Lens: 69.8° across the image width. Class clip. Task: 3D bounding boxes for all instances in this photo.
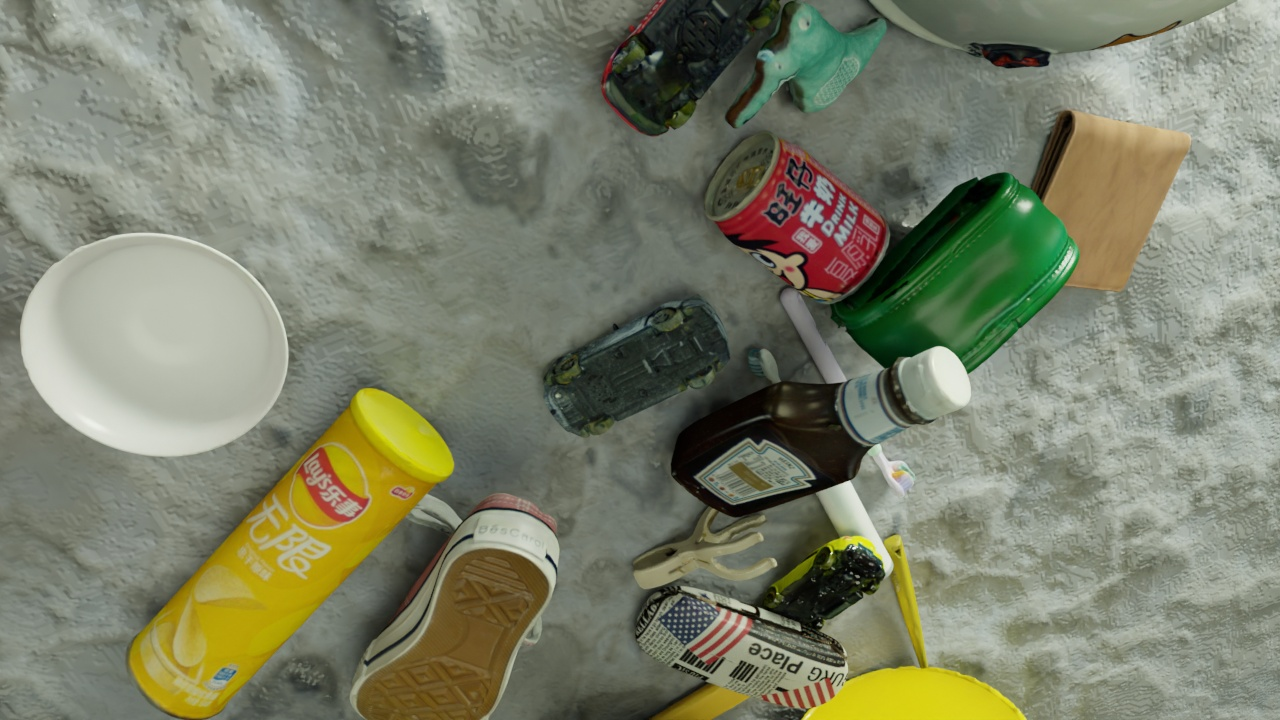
[{"bbox_3d":[0.049,0.133,0.627,0.102,0.095,0.035,-34,118,-12],"label":"clip"}]

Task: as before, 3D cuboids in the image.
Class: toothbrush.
[{"bbox_3d":[0.143,0.024,0.630,0.021,0.029,0.189,-16,123,34],"label":"toothbrush"},{"bbox_3d":[0.222,0.216,0.738,0.015,0.016,0.190,-24,117,-7],"label":"toothbrush"},{"bbox_3d":[0.127,0.076,0.644,0.026,0.026,0.221,-54,125,-35],"label":"toothbrush"}]

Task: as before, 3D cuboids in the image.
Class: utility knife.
[{"bbox_3d":[0.056,0.260,0.711,0.156,0.015,0.033,-30,110,0],"label":"utility knife"}]

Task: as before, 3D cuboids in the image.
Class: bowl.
[{"bbox_3d":[-0.243,-0.016,0.476,0.118,0.064,0.118,-6,114,-13],"label":"bowl"}]

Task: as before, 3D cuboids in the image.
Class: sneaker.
[{"bbox_3d":[-0.113,0.155,0.580,0.118,0.087,0.242,24,127,-12],"label":"sneaker"}]

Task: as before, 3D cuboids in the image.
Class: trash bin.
[{"bbox_3d":[0.231,0.400,0.716,0.229,0.229,0.255,-20,111,-7],"label":"trash bin"}]

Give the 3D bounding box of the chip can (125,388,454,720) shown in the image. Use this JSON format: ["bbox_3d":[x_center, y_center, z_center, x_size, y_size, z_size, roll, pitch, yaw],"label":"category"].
[{"bbox_3d":[-0.207,0.114,0.541,0.213,0.072,0.072,-45,117,7],"label":"chip can"}]

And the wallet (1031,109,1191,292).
[{"bbox_3d":[0.308,-0.105,0.621,0.101,0.020,0.115,5,114,-19],"label":"wallet"}]

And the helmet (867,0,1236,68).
[{"bbox_3d":[0.247,-0.262,0.456,0.273,0.157,0.230,-9,115,-12],"label":"helmet"}]

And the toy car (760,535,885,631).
[{"bbox_3d":[0.132,0.163,0.673,0.048,0.032,0.105,31,124,-15],"label":"toy car"}]

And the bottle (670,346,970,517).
[{"bbox_3d":[0.104,0.043,0.551,0.080,0.043,0.195,36,139,-22],"label":"bottle"}]

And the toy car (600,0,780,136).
[{"bbox_3d":[0.028,-0.176,0.494,0.053,0.045,0.120,40,92,-25],"label":"toy car"}]

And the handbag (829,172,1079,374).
[{"bbox_3d":[0.184,-0.049,0.554,0.131,0.120,0.068,-44,98,5],"label":"handbag"}]

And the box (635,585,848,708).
[{"bbox_3d":[0.075,0.209,0.674,0.164,0.052,0.069,23,100,-12],"label":"box"}]

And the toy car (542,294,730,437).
[{"bbox_3d":[-0.003,0.003,0.571,0.121,0.036,0.054,-28,119,8],"label":"toy car"}]

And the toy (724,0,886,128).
[{"bbox_3d":[0.089,-0.164,0.510,0.097,0.030,0.091,-50,152,19],"label":"toy"}]

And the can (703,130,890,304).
[{"bbox_3d":[0.091,-0.084,0.541,0.093,0.066,0.066,32,101,-25],"label":"can"}]
